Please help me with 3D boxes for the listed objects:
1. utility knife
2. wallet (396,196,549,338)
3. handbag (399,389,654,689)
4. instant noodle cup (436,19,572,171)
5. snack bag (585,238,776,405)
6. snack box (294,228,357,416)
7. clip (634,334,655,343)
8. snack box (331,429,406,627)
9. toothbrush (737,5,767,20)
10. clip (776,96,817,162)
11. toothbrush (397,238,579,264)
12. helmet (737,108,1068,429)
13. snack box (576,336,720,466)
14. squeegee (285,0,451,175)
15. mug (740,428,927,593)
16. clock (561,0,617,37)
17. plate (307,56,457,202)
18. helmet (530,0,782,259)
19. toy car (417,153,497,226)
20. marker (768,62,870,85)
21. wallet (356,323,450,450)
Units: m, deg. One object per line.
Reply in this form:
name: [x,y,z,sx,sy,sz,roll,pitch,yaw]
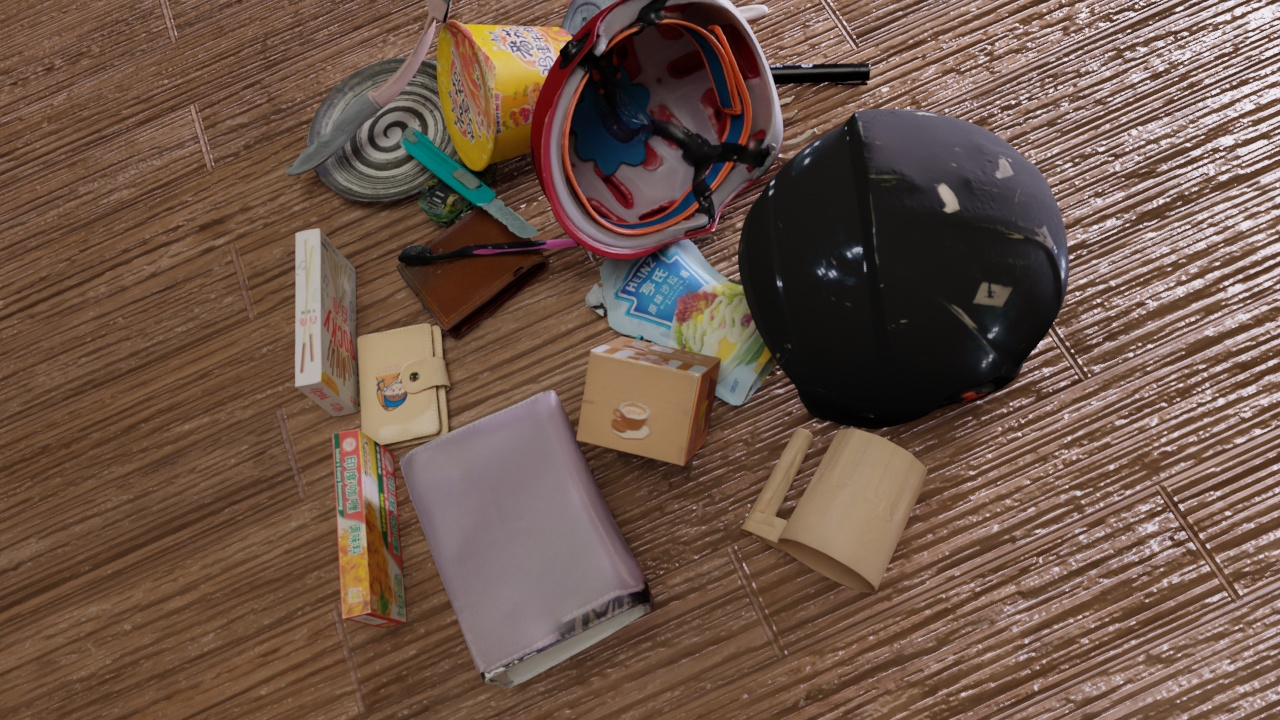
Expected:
utility knife: [-0.170,-0.174,0.885,0.029,0.013,0.216,-39,61,-21]
wallet: [-0.163,-0.093,0.887,0.124,0.032,0.101,-39,66,-8]
handbag: [-0.092,0.142,0.747,0.145,0.098,0.197,-27,66,-1]
instant noodle cup: [-0.121,-0.259,0.885,0.109,0.138,0.138,-16,65,-26]
snack bag: [0.043,-0.049,0.836,0.191,0.039,0.110,34,88,20]
snack box: [-0.292,-0.035,0.854,0.027,0.085,0.156,-10,68,2]
clip: [-0.005,0.004,0.823,0.043,0.014,0.056,26,102,19]
snack box: [-0.231,0.143,0.779,0.027,0.077,0.155,-13,67,3]
toothbrush: [0.045,-0.349,0.965,0.180,0.016,0.016,-12,82,1]
clip: [0.120,-0.221,0.893,0.103,0.035,0.092,-6,72,15]
toothbrush: [-0.139,-0.107,0.865,0.189,0.014,0.017,-4,51,10]
helmet: [0.217,-0.080,0.729,0.274,0.231,0.233,2,70,-12]
snack box: [0.009,0.031,0.765,0.093,0.094,0.077,13,101,13]
squeegee: [-0.267,-0.272,0.923,0.250,0.040,0.247,-46,30,9]
mug: [0.155,0.114,0.739,0.125,0.084,0.103,16,68,42]
clock: [-0.019,-0.335,0.928,0.117,0.060,0.158,1,84,4]
plate: [-0.260,-0.240,0.964,0.179,0.024,0.179,-3,70,9]
helmet: [-0.005,-0.212,0.824,0.240,0.207,0.144,-43,32,-6]
toy car: [-0.180,-0.173,0.916,0.043,0.036,0.091,28,66,24]
marker: [0.162,-0.286,0.919,0.132,0.020,0.022,1,98,8]
wallet: [-0.220,0.023,0.854,0.087,0.024,0.115,-11,66,3]
